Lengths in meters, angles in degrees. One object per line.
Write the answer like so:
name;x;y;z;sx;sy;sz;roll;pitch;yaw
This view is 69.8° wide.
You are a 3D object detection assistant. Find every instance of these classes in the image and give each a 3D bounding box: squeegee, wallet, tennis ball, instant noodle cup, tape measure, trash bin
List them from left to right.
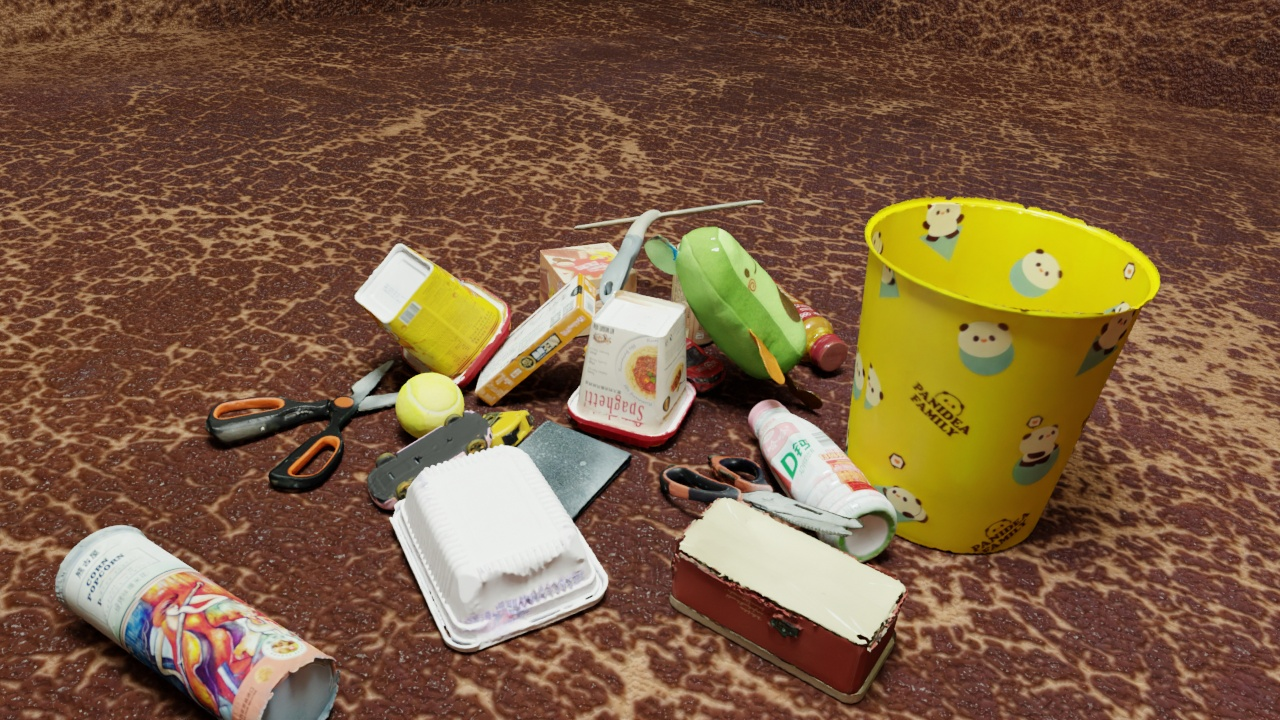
tennis ball;-0.205;0.045;0.892;0.065;0.066;0.065;3;31;-2
instant noodle cup;-0.220;-0.050;0.959;0.116;0.123;0.116;33;82;39
tape measure;-0.141;0.068;0.881;0.060;0.029;0.057;-7;25;30
instant noodle cup;-0.118;0.137;0.744;0.137;0.060;0.173;-16;41;-24
wallet;-0.078;0.104;0.856;0.097;0.019;0.120;19;36;23
instant noodle cup;-0.005;0.005;0.924;0.116;0.124;0.116;14;33;15
squeegee;-0.005;-0.132;1.034;0.247;0.039;0.245;-5;29;22
trash bin;0.293;0.014;0.815;0.229;0.256;0.229;3;31;-2

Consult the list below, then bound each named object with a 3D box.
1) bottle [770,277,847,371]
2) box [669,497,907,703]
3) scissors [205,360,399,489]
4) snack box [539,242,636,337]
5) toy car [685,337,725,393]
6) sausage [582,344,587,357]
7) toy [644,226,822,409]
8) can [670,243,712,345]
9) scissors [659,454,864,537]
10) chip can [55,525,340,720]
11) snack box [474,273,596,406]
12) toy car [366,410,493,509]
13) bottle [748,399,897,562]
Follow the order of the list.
bottle;0.179;-0.046;1.095;0.057;0.058;0.175;-12;35;-24
box;0.112;0.172;0.705;0.168;0.079;0.091;23;37;28
scissors;-0.308;0.060;0.906;0.220;0.022;0.224;0;33;-17
snack box;-0.065;-0.087;1.116;0.092;0.077;0.094;-9;34;-21
toy car;0.038;-0.003;1.023;0.120;0.045;0.052;27;39;29
sausage;-0.008;-0.034;1.089;0.021;0.021;0.164;28;38;34
toy;0.109;-0.050;0.952;0.090;0.246;0.226;-35;42;11
can;0.066;-0.079;1.080;0.058;0.116;0.058;3;31;-2
scissors;0.109;0.114;0.800;0.206;0.015;0.194;-2;14;16
chip can;-0.308;0.189;0.637;0.215;0.071;0.071;21;35;25
snack box;-0.109;-0.021;0.955;0.026;0.154;0.075;42;23;-23
toy car;-0.188;0.092;0.831;0.122;0.037;0.056;-32;45;-19
bottle;0.156;0.102;0.843;0.068;0.068;0.197;-7;30;-18
